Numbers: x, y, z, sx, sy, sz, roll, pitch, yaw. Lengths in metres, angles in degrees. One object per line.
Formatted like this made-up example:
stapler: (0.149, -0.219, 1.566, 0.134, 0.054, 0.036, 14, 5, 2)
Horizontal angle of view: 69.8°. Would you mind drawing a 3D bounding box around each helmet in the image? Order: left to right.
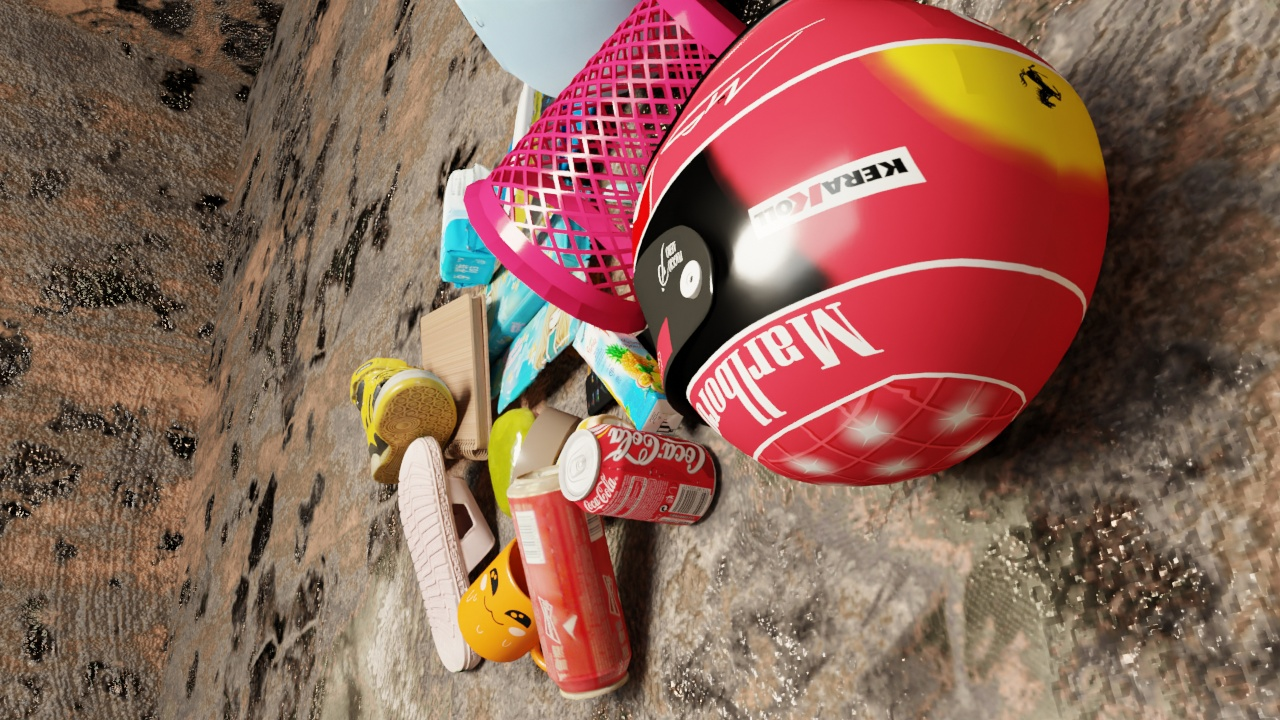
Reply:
helmet: (-0.046, -0.330, 0.812, 0.226, 0.167, 0.265, -22, 40, 9)
helmet: (0.104, -0.046, 0.479, 0.272, 0.197, 0.224, -41, 46, 53)

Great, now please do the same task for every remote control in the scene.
remote control: (-0.005, 0.005, 0.780, 0.152, 0.020, 0.041, -35, 53, 46)

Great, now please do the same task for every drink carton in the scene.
drink carton: (-0.010, 0.009, 0.730, 0.129, 0.044, 0.039, 50, 122, 45)

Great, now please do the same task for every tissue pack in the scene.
tissue pack: (-0.174, -0.136, 0.952, 0.145, 0.061, 0.092, 147, 126, -71)

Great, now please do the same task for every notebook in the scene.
notebook: (-0.207, 0.024, 1.014, 0.211, 0.022, 0.169, -10, 83, 63)

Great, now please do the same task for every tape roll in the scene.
tape roll: (-0.081, 0.089, 0.800, 0.093, 0.030, 0.093, 20, -91, -80)

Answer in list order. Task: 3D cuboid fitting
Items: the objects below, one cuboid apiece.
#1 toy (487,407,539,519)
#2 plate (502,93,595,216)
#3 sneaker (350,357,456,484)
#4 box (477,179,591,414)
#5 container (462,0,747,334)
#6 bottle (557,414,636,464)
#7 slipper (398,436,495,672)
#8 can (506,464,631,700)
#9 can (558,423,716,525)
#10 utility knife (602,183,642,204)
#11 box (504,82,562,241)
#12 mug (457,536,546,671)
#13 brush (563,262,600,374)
toy: (-0.117, 0.101, 0.882, 0.090, 0.051, 0.109, -26, 60, 52)
plate: (-0.091, -0.242, 0.978, 0.225, 0.024, 0.223, -41, 37, 41)
sneaker: (-0.260, 0.037, 0.995, 0.239, 0.086, 0.122, -56, 47, 54)
box: (-0.114, -0.047, 0.921, 0.228, 0.039, 0.181, -42, 39, 46)
container: (0.002, -0.165, 0.711, 0.226, 0.183, 0.183, -49, 41, 23)
bottle: (-0.041, 0.099, 0.761, 0.109, 0.063, 0.063, -59, 37, 25)
slipper: (-0.193, 0.196, 0.950, 0.094, 0.064, 0.239, -25, 76, 51)
can: (-0.053, 0.167, 0.702, 0.067, 0.067, 0.170, -10, 94, 54)
can: (-0.002, 0.083, 0.667, 0.064, 0.104, 0.064, -26, 57, 49)
utility knife: (-0.011, -0.156, 0.853, 0.120, 0.015, 0.022, 19, 85, 58)
box: (-0.106, -0.203, 0.918, 0.066, 0.044, 0.209, 123, 154, -47)
mug: (-0.093, 0.219, 0.794, 0.112, 0.077, 0.096, 51, 126, 14)
brush: (-0.055, -0.030, 0.868, 0.049, 0.017, 0.126, -32, 53, 47)
